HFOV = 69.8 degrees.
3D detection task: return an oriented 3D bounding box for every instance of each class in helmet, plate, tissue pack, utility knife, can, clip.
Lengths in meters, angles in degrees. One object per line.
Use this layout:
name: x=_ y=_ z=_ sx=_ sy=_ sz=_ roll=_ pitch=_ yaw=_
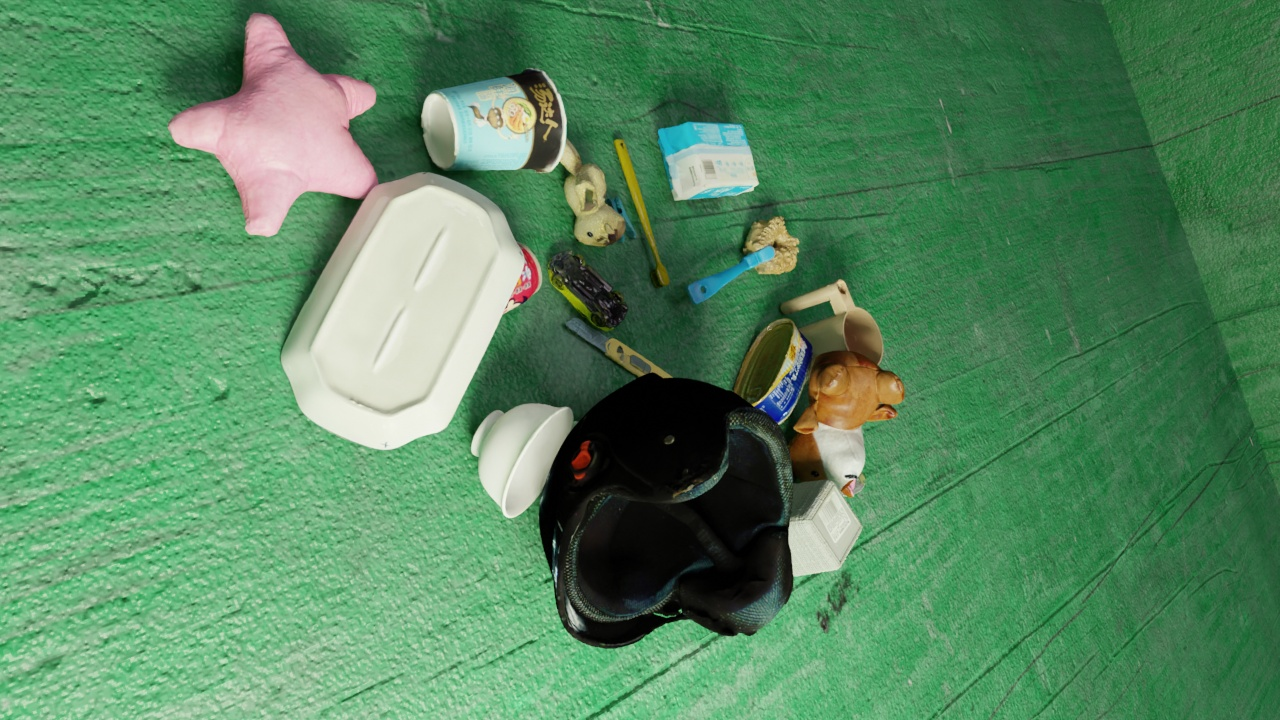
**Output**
helmet: x=0.017 y=0.140 z=0.886 sx=0.274 sy=0.230 sz=0.233 roll=-35 pitch=126 yaw=-11
plate: x=-0.208 y=-0.053 z=0.824 sx=0.162 sy=0.034 sz=0.265 roll=27 pitch=71 yaw=-10
tissue pack: x=0.086 y=-0.257 z=1.184 sx=0.139 sy=0.063 sz=0.090 roll=-13 pitch=86 yaw=-41
utility knife: x=-0.006 y=0.006 z=1.055 sx=0.207 sy=0.021 sz=0.030 roll=31 pitch=52 yaw=-25
can: x=-0.151 y=-0.076 z=0.917 sx=0.093 sy=0.067 sz=0.066 roll=-35 pitch=99 yaw=-42
can: x=0.169 y=0.016 z=1.160 sx=0.049 sy=0.075 sz=0.147 roll=44 pitch=52 yaw=-26
clip: x=-0.025 y=-0.168 z=1.093 sx=0.040 sy=0.014 sz=0.056 roll=-26 pitch=93 yaw=-43

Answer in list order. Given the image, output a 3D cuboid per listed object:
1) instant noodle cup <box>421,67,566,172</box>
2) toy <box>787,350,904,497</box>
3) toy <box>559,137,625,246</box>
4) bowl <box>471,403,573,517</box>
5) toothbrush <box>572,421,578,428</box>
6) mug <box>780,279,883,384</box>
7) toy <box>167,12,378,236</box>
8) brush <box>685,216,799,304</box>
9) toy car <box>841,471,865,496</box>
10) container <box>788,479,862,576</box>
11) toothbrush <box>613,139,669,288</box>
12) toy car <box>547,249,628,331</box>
instant noodle cup: x=-0.156 y=-0.241 z=0.948 sx=0.120 sy=0.111 sz=0.111 roll=-17 pitch=88 yaw=-35
toy: x=0.247 y=0.091 z=1.140 sx=0.140 sy=0.200 sz=0.130 roll=10 pitch=28 yaw=-17
toy: x=-0.072 y=-0.198 z=1.037 sx=0.157 sy=0.066 sz=0.105 roll=59 pitch=6 yaw=-4
bowl: x=-0.122 y=0.084 z=0.881 sx=0.065 sy=0.118 sz=0.118 roll=27 pitch=50 yaw=14
toothbrush: x=-0.042 y=0.060 z=1.000 sx=0.188 sy=0.029 sz=0.021 roll=-11 pitch=124 yaw=-44
mug: x=0.248 y=-0.035 z=1.224 sx=0.084 sy=0.104 sz=0.124 roll=-27 pitch=94 yaw=-43
toy: x=-0.308 y=-0.193 z=0.817 sx=0.178 sy=0.075 sz=0.194 roll=36 pitch=59 yaw=-31
brush: x=0.134 y=-0.125 z=1.188 sx=0.253 sy=0.046 sz=0.083 roll=-33 pitch=102 yaw=-48
toy car: x=0.266 y=0.137 z=1.224 sx=0.090 sy=0.042 sz=0.035 roll=62 pitch=8 yaw=-2
container: x=0.188 y=0.200 z=1.088 sx=0.090 sy=0.115 sz=0.090 roll=55 pitch=49 yaw=-13
toothbrush: x=-0.001 y=-0.179 z=1.117 sx=0.015 sy=0.017 sz=0.190 roll=-13 pitch=83 yaw=-42
toy car: x=-0.062 y=-0.076 z=1.020 sx=0.105 sy=0.032 sz=0.048 roll=44 pitch=51 yaw=-7
